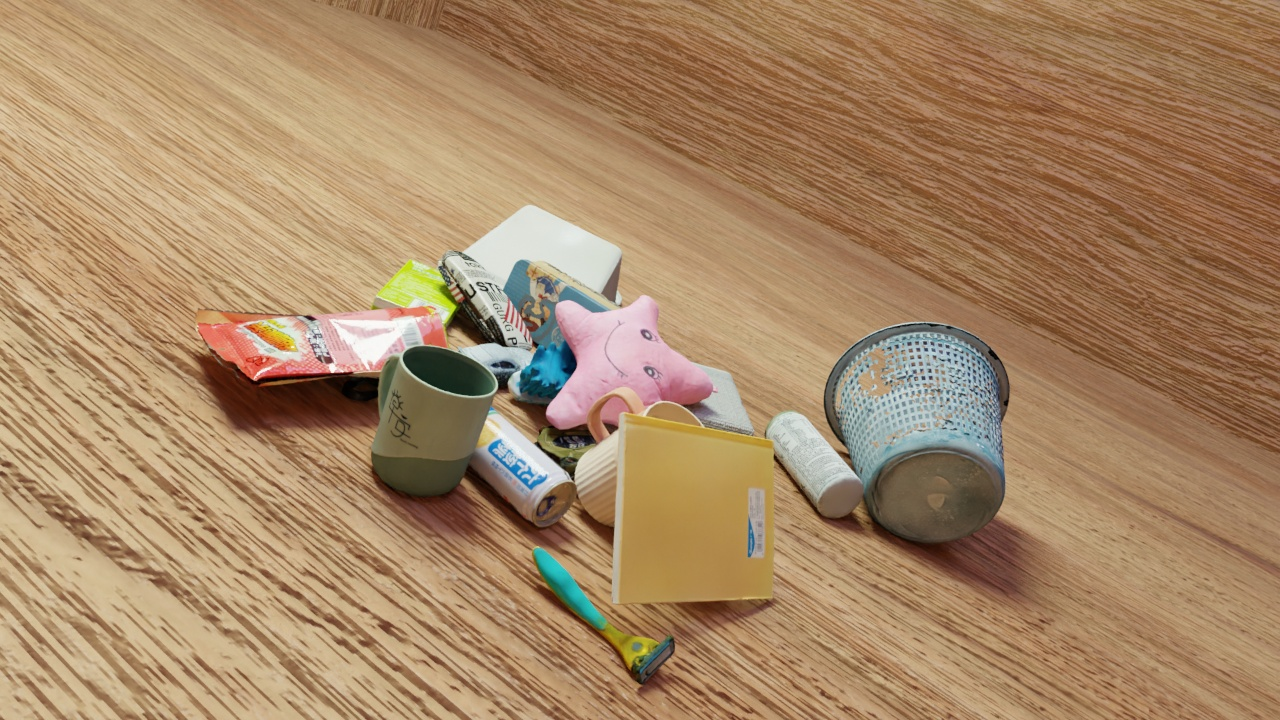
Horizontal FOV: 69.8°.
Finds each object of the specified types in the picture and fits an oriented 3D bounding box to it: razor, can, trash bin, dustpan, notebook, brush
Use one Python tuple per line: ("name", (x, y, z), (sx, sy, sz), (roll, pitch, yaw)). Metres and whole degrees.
("razor", (-0.036, 0.188, 0.696), (0.132, 0.028, 0.043), (37, 47, 21))
("can", (-0.118, 0.089, 0.816), (0.134, 0.053, 0.053), (36, 24, 31))
("trash bin", (0.334, 0.098, 1.084), (0.226, 0.227, 0.194), (22, 33, -4))
("dustpan", (-0.137, -0.110, 1.341), (0.223, 0.143, 0.256), (27, 50, 9))
("notebook", (0.051, 0.127, 0.762), (0.010, 0.145, 0.206), (-8, -14, 41))
("can", (0.200, 0.119, 1.071), (0.058, 0.058, 0.146), (12, 23, -27))
("brush", (-0.019, 0.019, 1.061), (0.313, 0.110, 0.060), (-3, 70, -40))

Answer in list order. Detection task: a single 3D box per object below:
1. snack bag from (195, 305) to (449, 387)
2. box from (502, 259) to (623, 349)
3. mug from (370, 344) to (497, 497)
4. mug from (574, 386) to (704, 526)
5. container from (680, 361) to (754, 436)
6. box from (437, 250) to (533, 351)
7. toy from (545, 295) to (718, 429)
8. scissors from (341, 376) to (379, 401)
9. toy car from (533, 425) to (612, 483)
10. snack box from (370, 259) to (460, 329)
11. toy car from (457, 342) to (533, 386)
("snack bag", (-0.285, -0.014, 0.846), (0.207, 0.073, 0.128), (-4, 30, -40))
("box", (-0.087, -0.051, 1.138), (0.184, 0.090, 0.060), (30, 16, 21))
("mug", (-0.185, 0.046, 0.774), (0.112, 0.106, 0.082), (36, 25, 28))
("mug", (-0.006, 0.083, 0.819), (0.081, 0.106, 0.114), (-29, 84, -48))
("container", (0.062, 0.070, 1.007), (0.090, 0.090, 0.114), (15, 26, -20))
("box", (-0.182, -0.071, 1.097), (0.164, 0.055, 0.070), (50, 4, 17))
("toy", (-0.006, 0.005, 0.938), (0.178, 0.075, 0.194), (13, 52, -13))
("scissors", (-0.268, 0.002, 0.930), (0.159, 0.014, 0.177), (18, 20, -18))
("toy car", (-0.033, 0.097, 0.907), (0.158, 0.042, 0.070), (11, 25, -37))
("snack box", (-0.261, -0.076, 1.103), (0.086, 0.026, 0.156), (21, 21, -8))
("toy car", (-0.151, 0.004, 1.012), (0.054, 0.037, 0.120), (38, 23, 34))
